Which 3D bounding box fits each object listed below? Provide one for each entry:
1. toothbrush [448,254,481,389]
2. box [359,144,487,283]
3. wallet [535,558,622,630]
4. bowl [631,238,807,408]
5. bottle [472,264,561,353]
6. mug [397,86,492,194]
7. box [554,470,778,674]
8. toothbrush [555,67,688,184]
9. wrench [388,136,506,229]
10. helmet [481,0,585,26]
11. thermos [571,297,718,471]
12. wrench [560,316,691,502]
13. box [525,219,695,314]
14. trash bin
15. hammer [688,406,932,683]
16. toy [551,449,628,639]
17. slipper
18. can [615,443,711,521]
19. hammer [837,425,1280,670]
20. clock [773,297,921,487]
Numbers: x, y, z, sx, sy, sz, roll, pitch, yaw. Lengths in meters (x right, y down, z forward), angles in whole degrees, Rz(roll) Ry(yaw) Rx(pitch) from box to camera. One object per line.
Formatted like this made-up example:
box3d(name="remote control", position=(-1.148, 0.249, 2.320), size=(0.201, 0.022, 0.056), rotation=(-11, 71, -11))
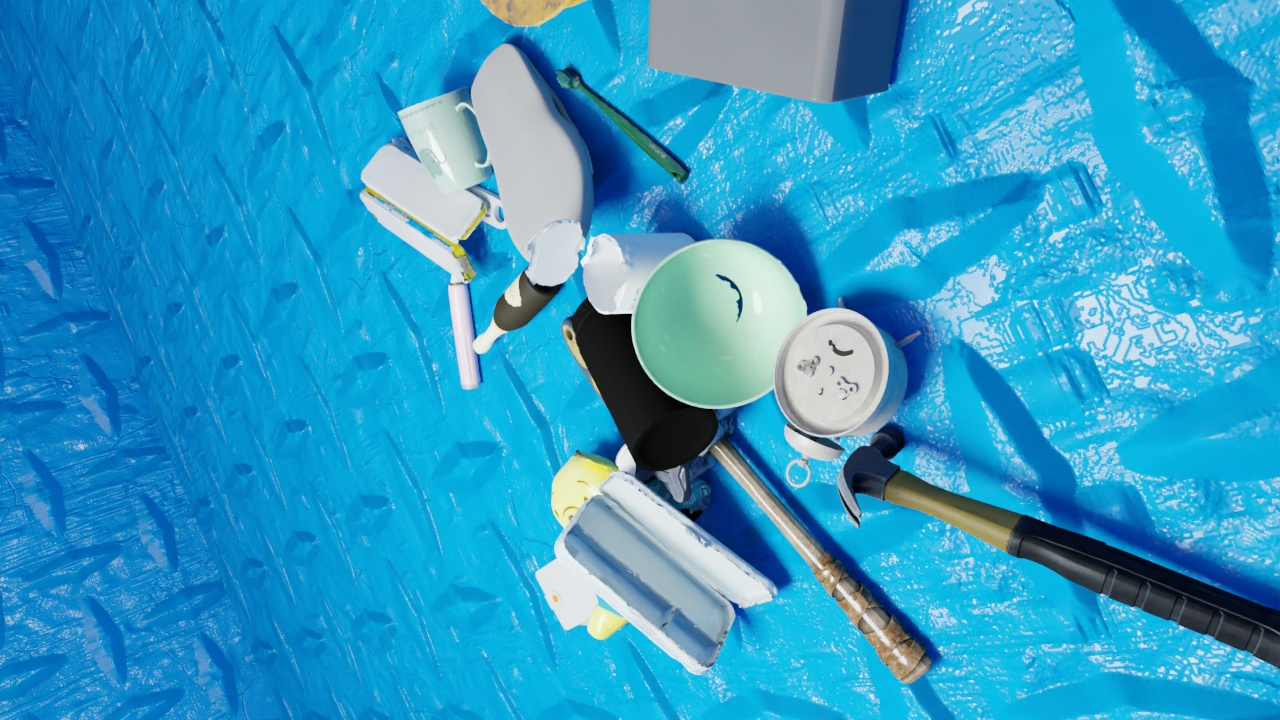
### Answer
box3d(name="toothbrush", position=(-0.233, -0.070, 1.188), size=(0.027, 0.027, 0.223), rotation=(7, 111, 30))
box3d(name="box", position=(-0.273, -0.183, 1.137), size=(0.210, 0.057, 0.117), rotation=(34, 123, 32))
box3d(name="wallet", position=(-0.073, 0.301, 1.170), size=(0.119, 0.037, 0.115), rotation=(-40, 76, 45))
box3d(name="bowl", position=(0.066, -0.040, 0.812), size=(0.077, 0.151, 0.151), rotation=(-97, 2, -71))
box3d(name="bottle", position=(-0.156, -0.054, 1.096), size=(0.185, 0.045, 0.045), rotation=(-38, 78, 48))
box3d(name="mug", position=(-0.206, -0.249, 1.038), size=(0.111, 0.083, 0.104), rotation=(-5, 113, 42))
box3d(name="box", position=(0.034, 0.198, 0.918), size=(0.215, 0.105, 0.127), rotation=(40, 129, -6))
box3d(name="toothbrush", position=(-0.021, -0.231, 0.893), size=(0.190, 0.017, 0.016), rotation=(46, 135, 24))
box3d(name="wrench", position=(-0.250, -0.211, 1.152), size=(0.273, 0.018, 0.087), rotation=(30, 127, 34))
box3d(name="helmet", position=(-0.047, -0.408, 0.756), size=(0.205, 0.131, 0.256), rotation=(46, 134, 24))
box3d(name="thermos", position=(-0.005, 0.005, 0.898), size=(0.198, 0.086, 0.086), rotation=(61, 143, 39))
box3d(name="wrench", position=(-0.022, 0.046, 0.965), size=(0.273, 0.022, 0.074), rotation=(56, 133, 36))
box3d(name="box", position=(-0.024, -0.082, 0.853), size=(0.092, 0.165, 0.084), rotation=(57, 136, 33))
box3d(name="trash bin", position=(0.099, -0.318, 0.666), size=(0.192, 0.097, 0.220), rotation=(26, 126, 38))
box3d(name="hammer", position=(0.150, 0.165, 0.864), size=(0.318, 0.048, 0.122), rotation=(49, 133, 19))
box3d(name="toy", position=(-0.033, 0.203, 1.049), size=(0.149, 0.083, 0.214), rotation=(-28, 83, 48))
box3d(name="slipper", position=(-0.098, -0.211, 0.954), size=(0.113, 0.080, 0.265), rotation=(-38, 62, 28))
box3d(name="can", position=(0.024, 0.126, 0.972), size=(0.101, 0.054, 0.055), rotation=(40, 132, 29))
box3d(name="hammer", position=(0.295, 0.134, 0.654), size=(0.333, 0.117, 0.025), rotation=(21, 126, 34))
box3d(name="clock", position=(0.160, 0.033, 0.754), size=(0.103, 0.061, 0.157), rotation=(31, 102, 42))
